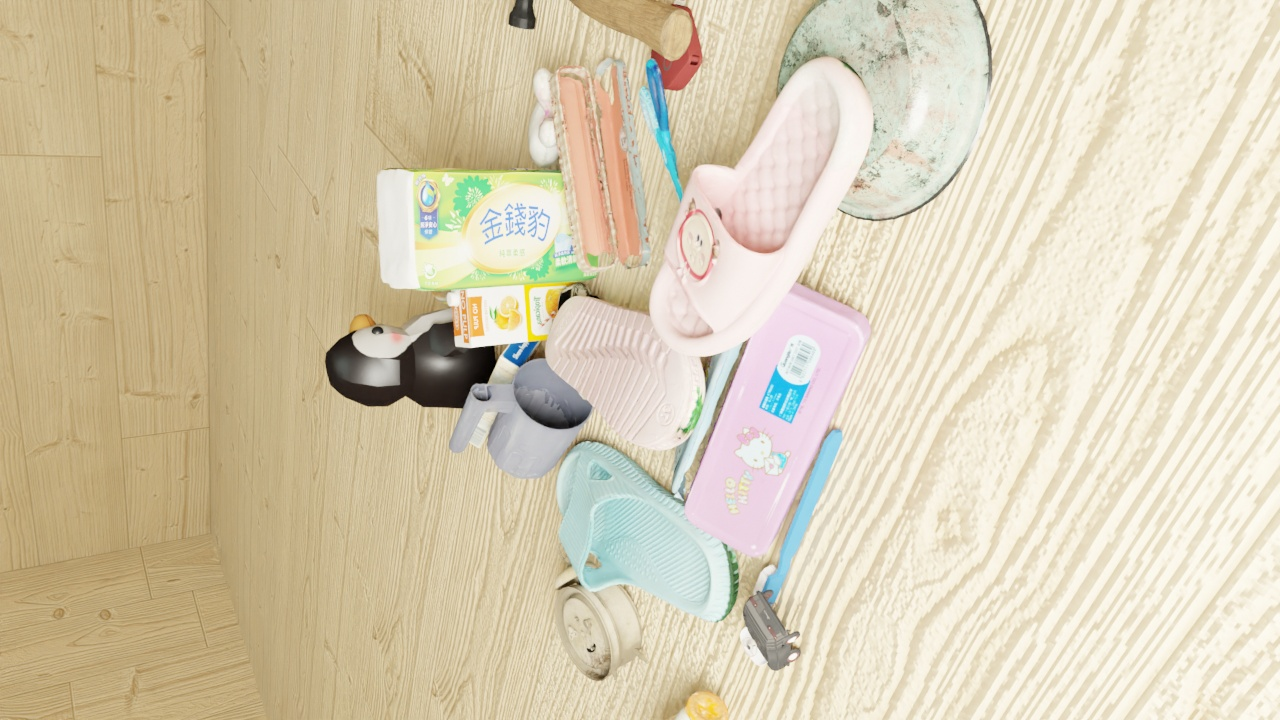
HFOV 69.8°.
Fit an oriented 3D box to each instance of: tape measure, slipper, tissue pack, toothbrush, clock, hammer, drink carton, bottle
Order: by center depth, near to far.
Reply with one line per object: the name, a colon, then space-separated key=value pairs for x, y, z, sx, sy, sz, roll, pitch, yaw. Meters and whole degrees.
slipper: x=0.066 y=-0.088 z=0.577 sx=0.222 sy=0.055 sz=0.106 roll=-54 pitch=43 yaw=38
toothbrush: x=0.113 y=0.116 z=0.665 sx=0.014 sy=0.016 sz=0.167 roll=45 pitch=131 yaw=43
tape measure: x=0.027 y=-0.244 z=0.724 sx=0.052 sy=0.019 sz=0.059 roll=-40 pitch=56 yaw=54
slipper: x=-0.004 y=0.004 z=0.759 sx=0.239 sy=0.064 sz=0.094 roll=31 pitch=100 yaw=57
bottle: x=0.042 y=0.325 z=0.769 sx=0.063 sy=0.063 sz=0.109 roll=48 pitch=133 yaw=41
hammer: x=-0.042 y=-0.320 z=0.783 sx=0.305 sy=0.040 sz=0.132 roll=47 pitch=134 yaw=47
slipper: x=-0.017 y=0.152 z=0.823 sx=0.276 sy=0.069 sz=0.116 roll=23 pitch=111 yaw=52
tissue pack: x=-0.153 y=-0.127 z=0.857 sx=0.141 sy=0.197 sz=0.120 roll=17 pitch=103 yaw=52
clock: x=-0.045 y=0.239 z=0.892 sx=0.140 sy=0.054 sz=0.093 roll=62 pitch=142 yaw=16
drink carton: x=-0.124 y=-0.047 z=0.894 sx=0.040 sy=0.122 sz=0.058 roll=5 pitch=100 yaw=56

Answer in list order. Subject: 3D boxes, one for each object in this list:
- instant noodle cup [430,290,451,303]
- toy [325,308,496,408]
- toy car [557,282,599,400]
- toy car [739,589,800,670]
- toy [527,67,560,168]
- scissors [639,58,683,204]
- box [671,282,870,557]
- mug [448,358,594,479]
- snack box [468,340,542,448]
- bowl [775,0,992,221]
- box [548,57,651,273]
instant noodle cup: x=-0.205 y=-0.124 z=1.035 sx=0.102 sy=0.102 sz=0.108 roll=56 pitch=147 yaw=34
toy: x=-0.268 y=0.010 z=1.066 sx=0.159 sy=0.183 sz=0.140 roll=-24 pitch=77 yaw=56
toy car: x=-0.058 y=-0.017 z=0.875 sx=0.049 sy=0.040 sz=0.112 roll=-19 pitch=81 yaw=57
toy car: x=0.091 y=0.199 z=0.670 sx=0.040 sy=0.037 sz=0.092 roll=57 pitch=171 yaw=32
toy: x=-0.088 y=-0.223 z=0.876 sx=0.125 sy=0.037 sz=0.076 roll=144 pitch=127 yaw=-80
scissors: x=0.021 y=-0.170 z=0.718 sx=0.113 sy=0.013 sz=0.140 roll=92 pitch=163 yaw=-71
box: x=0.076 y=0.029 z=0.670 sx=0.140 sy=0.062 sz=0.215 roll=52 pitch=135 yaw=43
mug: x=-0.121 y=0.060 z=0.911 sx=0.104 sy=0.123 sz=0.083 roll=-56 pitch=42 yaw=47
snack box: x=-0.144 y=0.023 z=0.982 sx=0.026 sy=0.081 sz=0.150 roll=31 pitch=135 yaw=-2
bowl: x=0.135 y=-0.165 z=0.559 sx=0.158 sy=0.038 sz=0.157 roll=15 pitch=108 yaw=55
box: x=-0.037 y=-0.169 z=0.803 sx=0.077 sy=0.054 sz=0.187 roll=-10 pitch=89 yaw=24
